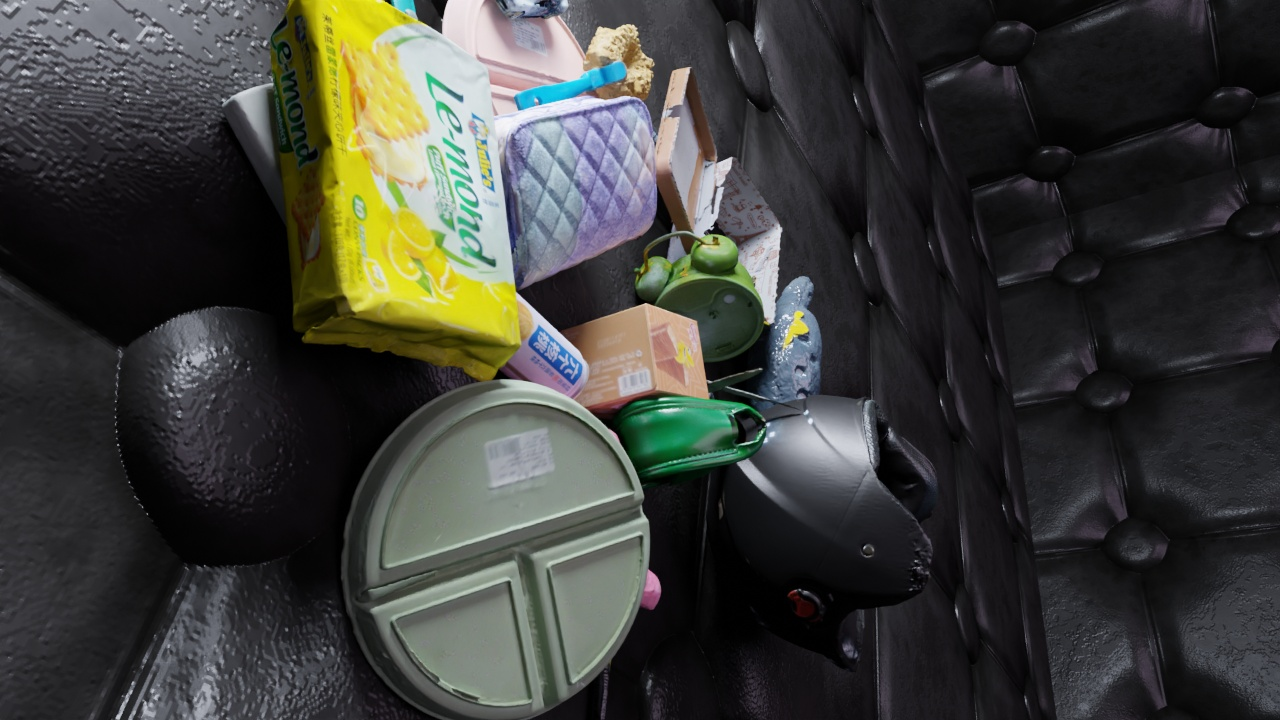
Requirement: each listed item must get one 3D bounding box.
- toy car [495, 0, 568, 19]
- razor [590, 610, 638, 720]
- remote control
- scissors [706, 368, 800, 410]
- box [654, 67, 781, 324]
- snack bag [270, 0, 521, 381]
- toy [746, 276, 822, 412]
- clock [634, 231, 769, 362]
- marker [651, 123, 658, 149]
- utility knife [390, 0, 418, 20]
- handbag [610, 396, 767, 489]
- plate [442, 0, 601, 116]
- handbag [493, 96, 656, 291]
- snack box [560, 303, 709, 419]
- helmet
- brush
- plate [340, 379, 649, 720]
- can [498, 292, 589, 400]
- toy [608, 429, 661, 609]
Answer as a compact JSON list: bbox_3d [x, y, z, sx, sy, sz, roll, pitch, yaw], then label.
[{"bbox_3d":[-0.099,-0.334,0.824,0.105,0.031,0.049,-38,108,-58],"label":"toy car"},{"bbox_3d":[-0.029,0.253,0.732,0.042,0.022,0.142,20,58,-24],"label":"razor"},{"bbox_3d":[-0.209,-0.103,0.590,0.150,0.021,0.058,66,29,-15],"label":"remote control"},{"bbox_3d":[0.066,0.021,0.888,0.159,0.177,0.014,25,69,-19],"label":"scissors"},{"bbox_3d":[0.069,-0.172,1.032,0.262,0.088,0.177,48,39,-39],"label":"box"},{"bbox_3d":[-0.159,-0.113,0.589,0.157,0.068,0.246,12,66,-58],"label":"snack bag"},{"bbox_3d":[0.183,0.012,1.143,0.138,0.091,0.355,59,33,-48],"label":"toy"},{"bbox_3d":[0.061,-0.068,0.946,0.161,0.116,0.056,54,24,-38],"label":"clock"},{"bbox_3d":[-0.006,-0.275,1.023,0.132,0.020,0.022,48,17,-37],"label":"marker"},{"bbox_3d":[-0.179,-0.250,0.720,0.029,0.013,0.193,-3,79,-60],"label":"utility knife"},{"bbox_3d":[0.037,0.070,0.810,0.120,0.131,0.068,-8,77,-16],"label":"handbag"},{"bbox_3d":[-0.094,-0.247,0.851,0.229,0.028,0.229,33,49,-49],"label":"plate"},{"bbox_3d":[-0.065,-0.144,0.764,0.193,0.076,0.134,-30,122,-49],"label":"handbag"},{"bbox_3d":[-0.005,0.005,0.817,0.094,0.093,0.077,13,65,-57],"label":"snack box"},{"bbox_3d":[0.179,0.167,0.926,0.233,0.230,0.275,-21,118,-67],"label":"helmet"},{"bbox_3d":[-0.050,-0.262,0.859,0.253,0.046,0.083,-50,127,-56],"label":"brush"},{"bbox_3d":[-0.082,0.126,0.611,0.229,0.028,0.230,5,82,-38],"label":"plate"},{"bbox_3d":[-0.097,-0.017,0.710,0.134,0.053,0.053,45,41,-41],"label":"can"},{"bbox_3d":[-0.054,0.120,0.701,0.178,0.075,0.194,-6,78,-58],"label":"toy"}]
